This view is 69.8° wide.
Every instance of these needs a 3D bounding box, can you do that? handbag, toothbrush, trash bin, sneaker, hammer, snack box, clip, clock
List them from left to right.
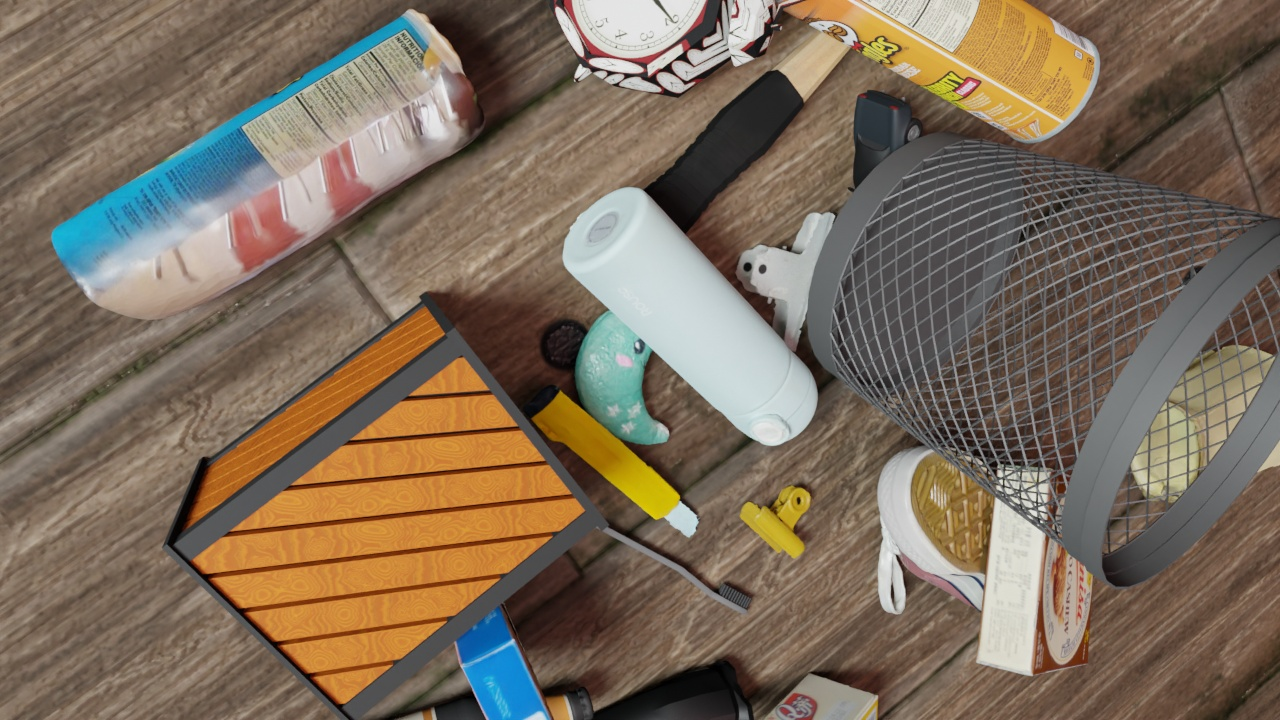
[{"bbox_3d":[-0.144,0.076,0.533,0.171,0.140,0.140,-38,111,-8],"label":"trash bin"},{"bbox_3d":[-0.091,0.179,0.568,0.034,0.151,0.087,-24,108,-13],"label":"snack box"},{"bbox_3d":[0.018,0.148,0.673,0.167,0.013,0.013,32,82,-22],"label":"toothbrush"},{"bbox_3d":[0.029,-0.219,0.538,0.155,0.065,0.114,-7,88,24],"label":"clock"},{"bbox_3d":[0.108,0.118,0.689,0.049,0.044,0.054,-38,111,19],"label":"clip"},{"bbox_3d":[0.101,-0.059,0.641,0.058,0.050,0.102,10,98,-33],"label":"clip"},{"bbox_3d":[0.108,-0.193,0.616,0.328,0.039,0.131,-46,113,-4],"label":"hammer"},{"bbox_3d":[0.132,0.375,0.709,0.109,0.062,0.230,-19,111,-51],"label":"snack box"},{"bbox_3d":[0.224,0.132,0.701,0.241,0.088,0.118,42,61,-41],"label":"sneaker"},{"bbox_3d":[0.306,0.158,0.696,0.146,0.041,0.143,17,78,-49],"label":"snack box"},{"bbox_3d":[0.251,-0.018,0.569,0.217,0.227,0.218,-21,128,-28],"label":"trash bin"},{"bbox_3d":[0.481,0.060,0.778,0.119,0.081,0.111,-24,116,-14],"label":"handbag"}]

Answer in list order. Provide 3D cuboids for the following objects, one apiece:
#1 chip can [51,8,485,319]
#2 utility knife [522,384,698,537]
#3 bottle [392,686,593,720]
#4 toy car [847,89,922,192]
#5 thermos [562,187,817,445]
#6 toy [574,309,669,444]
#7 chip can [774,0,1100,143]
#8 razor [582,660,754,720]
[{"bbox_3d":[-0.199,-0.103,0.512,0.229,0.080,0.080,-35,110,-8],"label":"chip can"},{"bbox_3d":[-0.014,0.075,0.633,0.030,0.017,0.179,-41,119,7],"label":"utility knife"},{"bbox_3d":[-0.121,0.262,0.626,0.181,0.059,0.059,-13,106,-16],"label":"bottle"},{"bbox_3d":[0.165,-0.129,0.626,0.034,0.046,0.112,-33,136,-19],"label":"toy car"},{"bbox_3d":[0.040,-0.020,0.591,0.065,0.077,0.207,-28,128,26],"label":"thermos"},{"bbox_3d":[-0.004,0.004,0.625,0.085,0.033,0.105,14,96,-32],"label":"toy"},{"bbox_3d":[0.183,-0.213,0.576,0.215,0.075,0.075,19,95,-23],"label":"chip can"},{"bbox_3d":[0.002,0.272,0.676,0.156,0.057,0.060,-11,137,-17],"label":"razor"}]
